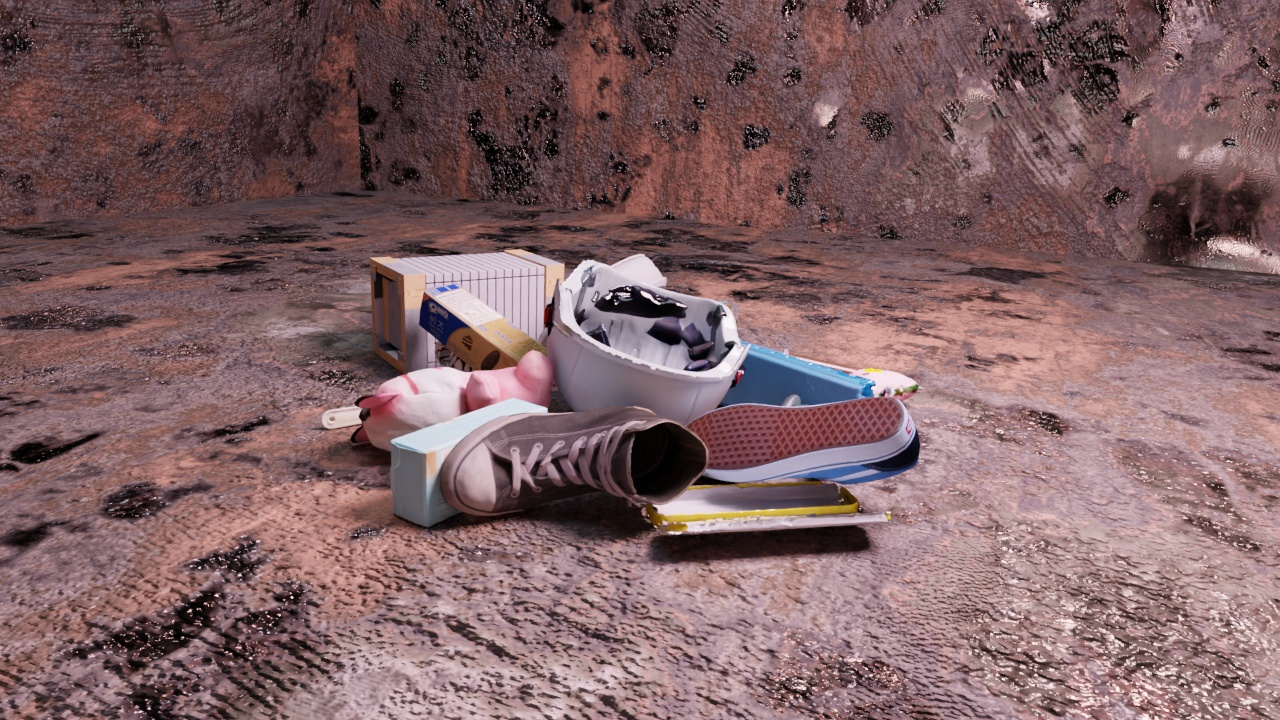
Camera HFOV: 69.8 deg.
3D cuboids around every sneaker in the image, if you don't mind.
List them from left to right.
[{"bbox_3d":[-0.060,0.096,0.840,0.234,0.095,0.120,-3,5,-24],"label":"sneaker"},{"bbox_3d":[0.157,0.098,0.917,0.242,0.098,0.083,-7,48,28],"label":"sneaker"}]

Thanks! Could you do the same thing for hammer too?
[{"bbox_3d":[0.241,0.004,1.301,0.322,0.043,0.155,13,47,2],"label":"hammer"}]

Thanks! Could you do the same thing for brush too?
[{"bbox_3d":[-0.274,0.055,1.106,0.217,0.033,0.012,-9,20,-31],"label":"brush"}]

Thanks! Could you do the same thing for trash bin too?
[{"bbox_3d":[-0.258,-0.078,1.368,0.246,0.142,0.142,-8,19,-33],"label":"trash bin"}]

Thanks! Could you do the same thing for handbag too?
[{"bbox_3d":[-0.070,-0.048,1.305,0.095,0.216,0.222,47,38,11],"label":"handbag"}]

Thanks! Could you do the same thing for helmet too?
[{"bbox_3d":[-0.006,0.006,1.074,0.236,0.164,0.263,15,23,-7],"label":"helmet"}]

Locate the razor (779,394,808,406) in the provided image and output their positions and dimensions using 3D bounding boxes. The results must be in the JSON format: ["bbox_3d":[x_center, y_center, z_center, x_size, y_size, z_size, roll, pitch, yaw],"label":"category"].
[{"bbox_3d":[0.186,0.082,1.019,0.052,0.047,0.143,-1,19,-12],"label":"razor"}]

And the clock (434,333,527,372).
[{"bbox_3d":[-0.213,-0.003,1.238,0.155,0.065,0.114,33,38,29],"label":"clock"}]

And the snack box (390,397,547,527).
[{"bbox_3d":[-0.163,0.095,0.897,0.053,0.075,0.174,13,19,33],"label":"snack box"}]

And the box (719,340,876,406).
[{"bbox_3d":[0.189,0.039,1.122,0.048,0.093,0.232,-11,20,-38],"label":"box"}]

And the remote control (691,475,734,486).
[{"bbox_3d":[0.028,0.122,0.940,0.136,0.015,0.032,2,16,4],"label":"remote control"}]

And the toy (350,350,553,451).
[{"bbox_3d":[-0.206,0.048,1.000,0.212,0.084,0.142,-9,-9,-25],"label":"toy"}]

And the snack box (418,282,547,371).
[{"bbox_3d":[-0.197,-0.025,1.164,0.207,0.057,0.056,35,35,29],"label":"snack box"}]

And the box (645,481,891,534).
[{"bbox_3d":[0.115,0.140,0.855,0.209,0.039,0.130,0,3,-12],"label":"box"}]

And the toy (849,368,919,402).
[{"bbox_3d":[0.310,0.036,1.226,0.102,0.050,0.093,-4,12,-34],"label":"toy"}]
